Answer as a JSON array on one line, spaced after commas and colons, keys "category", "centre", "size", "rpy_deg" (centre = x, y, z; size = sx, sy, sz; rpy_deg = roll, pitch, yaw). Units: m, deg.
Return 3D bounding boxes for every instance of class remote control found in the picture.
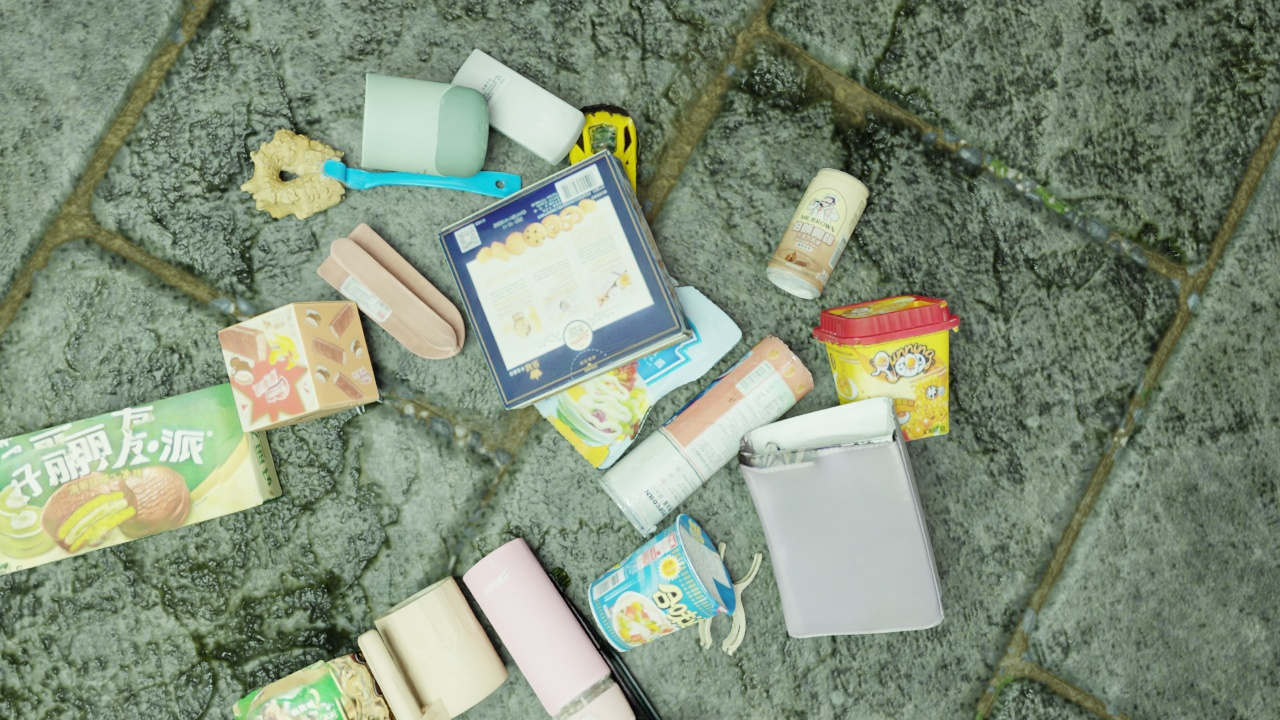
[{"category": "remote control", "centre": [-0.118, -0.240, 0.868], "size": [0.135, 0.019, 0.056], "rpy_deg": [33, 90, 13]}]

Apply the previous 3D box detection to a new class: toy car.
[{"category": "toy car", "centre": [-0.034, -0.165, 0.880], "size": [0.071, 0.041, 0.156], "rpy_deg": [0, 88, -5]}]

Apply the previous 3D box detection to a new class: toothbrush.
[{"category": "toothbrush", "centre": [-0.027, 0.288, 0.866], "size": [0.027, 0.026, 0.212], "rpy_deg": [-32, 89, -41]}]

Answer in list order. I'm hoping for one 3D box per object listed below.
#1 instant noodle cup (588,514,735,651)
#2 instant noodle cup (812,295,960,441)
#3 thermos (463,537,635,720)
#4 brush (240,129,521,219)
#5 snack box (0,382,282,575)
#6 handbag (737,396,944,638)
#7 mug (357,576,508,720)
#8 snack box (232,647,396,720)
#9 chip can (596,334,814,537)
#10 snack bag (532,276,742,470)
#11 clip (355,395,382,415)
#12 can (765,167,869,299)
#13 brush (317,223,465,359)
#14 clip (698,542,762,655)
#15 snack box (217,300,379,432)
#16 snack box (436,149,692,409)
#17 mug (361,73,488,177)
[{"category": "instant noodle cup", "centre": [0.015, 0.209, 0.834], "size": [0.110, 0.099, 0.099], "rpy_deg": [-31, 90, 13]}, {"category": "instant noodle cup", "centre": [0.234, 0.009, 0.866], "size": [0.116, 0.116, 0.124], "rpy_deg": [-11, 100, -6]}, {"category": "thermos", "centre": [-0.087, 0.264, 0.820], "size": [0.087, 0.067, 0.198], "rpy_deg": [-37, 77, 6]}, {"category": "brush", "centre": [-0.240, -0.170, 0.862], "size": [0.254, 0.046, 0.083], "rpy_deg": [1, 77, -10]}, {"category": "snack box", "centre": [-0.457, 0.103, 0.816], "size": [0.240, 0.063, 0.114], "rpy_deg": [-14, 88, -6]}, {"category": "handbag", "centre": [0.180, 0.144, 0.826], "size": [0.145, 0.098, 0.197], "rpy_deg": [-14, 109, 14]}, {"category": "mug", "centre": [-0.187, 0.262, 0.806], "size": [0.084, 0.124, 0.103], "rpy_deg": [-30, 88, 23]}, {"category": "snack box", "centre": [-0.263, 0.313, 0.803], "size": [0.117, 0.105, 0.118], "rpy_deg": [-25, 88, -2]}, {"category": "chip can", "centre": [0.062, 0.069, 0.861], "size": [0.214, 0.071, 0.071], "rpy_deg": [-40, 91, -6]}, {"category": "snack bag", "centre": [-0.005, 0.005, 0.869], "size": [0.191, 0.039, 0.110], "rpy_deg": [-45, 65, -4]}, {"category": "clip", "centre": [-0.267, 0.023, 0.859], "size": [0.028, 0.024, 0.056], "rpy_deg": [-32, 97, -3]}, {"category": "can", "centre": [0.171, -0.122, 0.886], "size": [0.058, 0.058, 0.116], "rpy_deg": [28, 85, -3]}, {"category": "brush", "centre": [-0.222, -0.056, 0.842], "size": [0.145, 0.073, 0.063], "rpy_deg": [42, 83, -4]}, {"category": "clip", "centre": [0.074, 0.225, 0.874], "size": [0.076, 0.034, 0.103], "rpy_deg": [6, 82, -5]}, {"category": "snack box", "centre": [-0.301, 0.005, 0.811], "size": [0.093, 0.077, 0.094], "rpy_deg": [-16, 88, 25]}, {"category": "snack box", "centre": [-0.070, -0.070, 0.838], "size": [0.178, 0.045, 0.182], "rpy_deg": [-23, 84, 11]}, {"category": "mug", "centre": [-0.198, -0.214, 0.837], "size": [0.106, 0.111, 0.082], "rpy_deg": [2, 111, -18]}]
